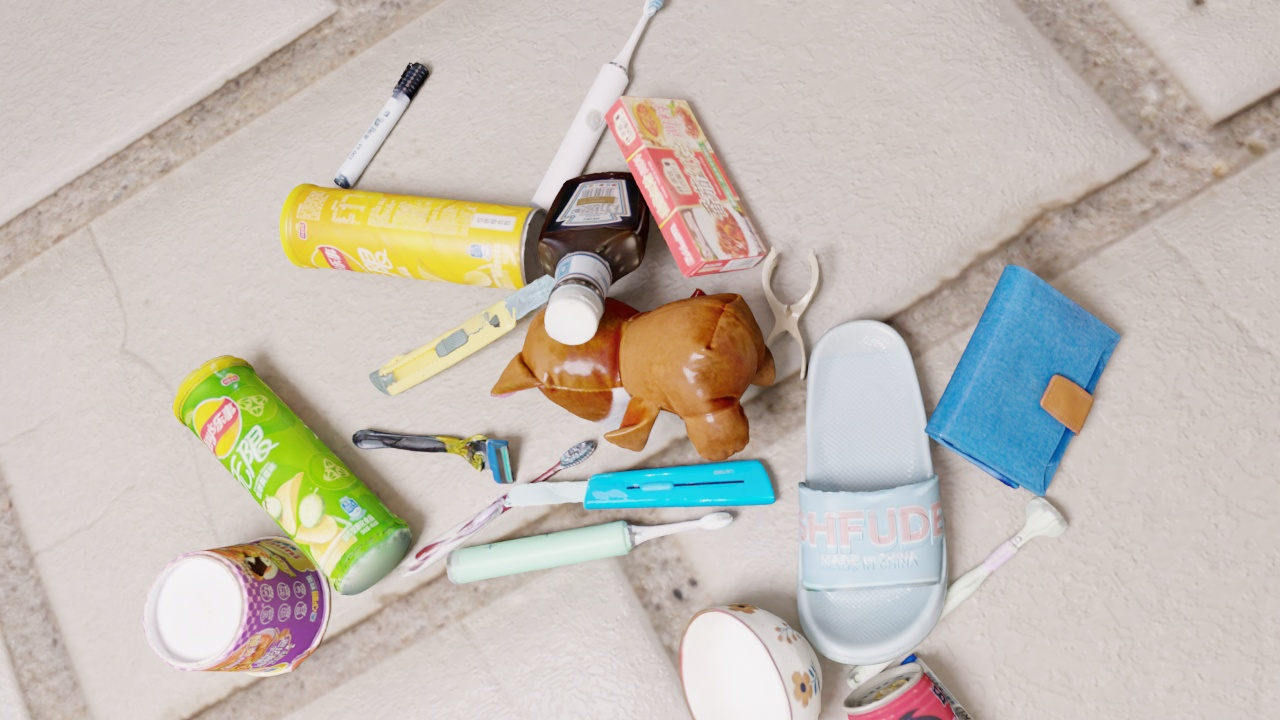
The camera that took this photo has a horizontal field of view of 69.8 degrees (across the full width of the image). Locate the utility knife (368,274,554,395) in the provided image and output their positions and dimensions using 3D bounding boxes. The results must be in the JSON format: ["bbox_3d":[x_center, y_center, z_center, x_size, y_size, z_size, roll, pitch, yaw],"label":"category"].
[{"bbox_3d":[-0.142,-0.018,0.735,0.195,0.020,0.031,-27,86,16],"label":"utility knife"}]

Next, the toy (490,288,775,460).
[{"bbox_3d":[-0.004,0.004,0.675,0.200,0.131,0.139,8,37,21],"label":"toy"}]

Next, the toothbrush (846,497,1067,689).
[{"bbox_3d":[0.218,0.167,0.643,0.189,0.020,0.029,-41,67,2],"label":"toothbrush"}]

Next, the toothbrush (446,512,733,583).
[{"bbox_3d":[-0.040,0.139,0.696,0.225,0.027,0.026,-12,89,9],"label":"toothbrush"}]

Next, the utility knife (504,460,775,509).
[{"bbox_3d":[-0.003,0.098,0.696,0.207,0.018,0.034,-5,80,7],"label":"utility knife"}]

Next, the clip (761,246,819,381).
[{"bbox_3d":[0.101,-0.039,0.704,0.081,0.034,0.104,19,91,12],"label":"clip"}]

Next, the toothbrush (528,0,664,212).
[{"bbox_3d":[-0.033,-0.217,0.770,0.026,0.026,0.221,18,79,56],"label":"toothbrush"}]

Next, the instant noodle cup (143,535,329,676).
[{"bbox_3d":[-0.312,0.189,0.703,0.112,0.099,0.111,-2,76,10],"label":"instant noodle cup"}]

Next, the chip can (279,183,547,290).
[{"bbox_3d":[-0.183,-0.101,0.752,0.213,0.072,0.072,7,79,13],"label":"chip can"}]

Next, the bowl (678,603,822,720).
[{"bbox_3d":[0.083,0.217,0.626,0.062,0.114,0.113,-10,72,-34],"label":"bowl"}]

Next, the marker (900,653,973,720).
[{"bbox_3d":[0.231,0.261,0.621,0.017,0.017,0.146,-41,74,1],"label":"marker"}]

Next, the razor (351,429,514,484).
[{"bbox_3d":[-0.167,0.070,0.740,0.143,0.022,0.043,6,123,16],"label":"razor"}]

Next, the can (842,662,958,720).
[{"bbox_3d":[0.182,0.255,0.602,0.066,0.066,0.093,-30,80,4],"label":"can"}]

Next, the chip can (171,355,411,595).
[{"bbox_3d":[-0.276,0.090,0.730,0.221,0.072,0.072,41,88,16],"label":"chip can"}]

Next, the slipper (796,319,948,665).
[{"bbox_3d":[0.159,0.085,0.641,0.104,0.074,0.245,-2,74,12],"label":"slipper"}]

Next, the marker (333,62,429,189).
[{"bbox_3d":[-0.230,-0.208,0.812,0.022,0.018,0.130,32,85,24],"label":"marker"}]

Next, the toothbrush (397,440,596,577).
[{"bbox_3d":[-0.114,0.116,0.720,0.187,0.017,0.016,-34,78,2],"label":"toothbrush"}]

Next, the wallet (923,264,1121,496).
[{"bbox_3d":[0.266,0.016,0.635,0.106,0.040,0.133,29,86,-19],"label":"wallet"}]

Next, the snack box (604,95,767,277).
[{"bbox_3d":[0.035,-0.137,0.716,0.026,0.075,0.153,-41,68,44],"label":"snack box"}]

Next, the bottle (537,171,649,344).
[{"bbox_3d":[-0.037,-0.080,0.673,0.080,0.044,0.194,-4,35,9],"label":"bottle"}]
